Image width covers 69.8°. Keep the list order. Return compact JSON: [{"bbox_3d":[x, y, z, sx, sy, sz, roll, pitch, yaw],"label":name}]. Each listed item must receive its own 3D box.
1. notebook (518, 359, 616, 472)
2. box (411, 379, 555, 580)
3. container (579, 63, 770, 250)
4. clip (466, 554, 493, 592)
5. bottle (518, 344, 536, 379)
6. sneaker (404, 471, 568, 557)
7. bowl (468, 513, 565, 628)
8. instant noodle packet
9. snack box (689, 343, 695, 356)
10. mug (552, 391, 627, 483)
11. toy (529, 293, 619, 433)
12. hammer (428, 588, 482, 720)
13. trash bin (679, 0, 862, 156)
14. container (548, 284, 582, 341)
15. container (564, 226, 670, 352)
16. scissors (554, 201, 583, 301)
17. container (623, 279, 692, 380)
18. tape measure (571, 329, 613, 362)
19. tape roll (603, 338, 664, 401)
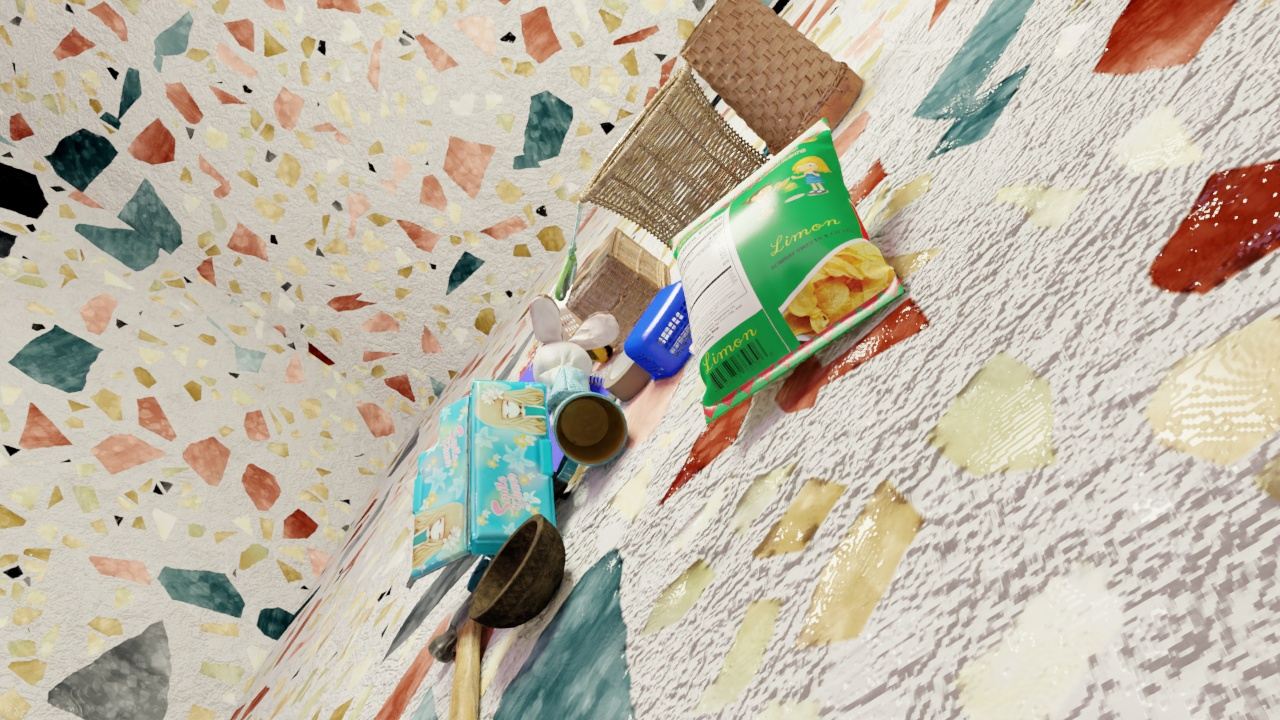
[{"bbox_3d":[-0.133,0.079,1.278,0.209,0.022,0.171,11,61,50],"label":"notebook"},{"bbox_3d":[-0.188,0.127,1.064,0.181,0.074,0.226,-12,50,4],"label":"box"},{"bbox_3d":[0.062,-0.244,1.236,0.227,0.196,0.226,-49,13,15],"label":"container"},{"bbox_3d":[-0.175,0.239,1.161,0.114,0.028,0.126,-44,14,39],"label":"clip"},{"bbox_3d":[-0.145,0.027,1.446,0.098,0.099,0.111,-57,22,-19],"label":"bottle"},{"bbox_3d":[-0.197,0.166,1.153,0.235,0.095,0.119,7,52,47],"label":"sneaker"},{"bbox_3d":[-0.113,0.220,0.919,0.121,0.056,0.121,-49,13,15],"label":"bowl"},{"bbox_3d":[0.114,-0.087,0.813,0.196,0.090,0.252,-36,38,26],"label":"instant noodle packet"},{"bbox_3d":[0.114,-0.053,0.914,0.154,0.033,0.088,-51,13,5],"label":"snack box"},{"bbox_3d":[-0.069,0.090,1.072,0.112,0.084,0.104,-64,7,-2],"label":"mug"},{"bbox_3d":[-0.096,0.026,1.218,0.106,0.131,0.205,123,150,-46],"label":"toy"},{"bbox_3d":[-0.175,0.322,0.927,0.132,0.033,0.330,-51,14,3],"label":"hammer"},{"bbox_3d":[0.167,-0.383,1.218,0.151,0.210,0.151,-49,14,16],"label":"trash bin"},{"bbox_3d":[-0.095,-0.065,1.494,0.050,0.129,0.080,-19,31,32],"label":"container"},{"bbox_3d":[-0.032,-0.113,1.406,0.114,0.112,0.198,-49,12,16],"label":"container"},{"bbox_3d":[-0.098,-0.158,1.318,0.072,0.033,0.176,-58,-16,-45],"label":"scissors"},{"bbox_3d":[0.034,-0.040,1.098,0.114,0.058,0.096,-56,13,-16],"label":"container"},{"bbox_3d":[-0.073,-0.022,1.419,0.068,0.059,0.030,10,55,39],"label":"tape measure"},{"bbox_3d":[-0.007,0.007,1.179,0.094,0.030,0.093,-49,13,15],"label":"tape roll"}]
